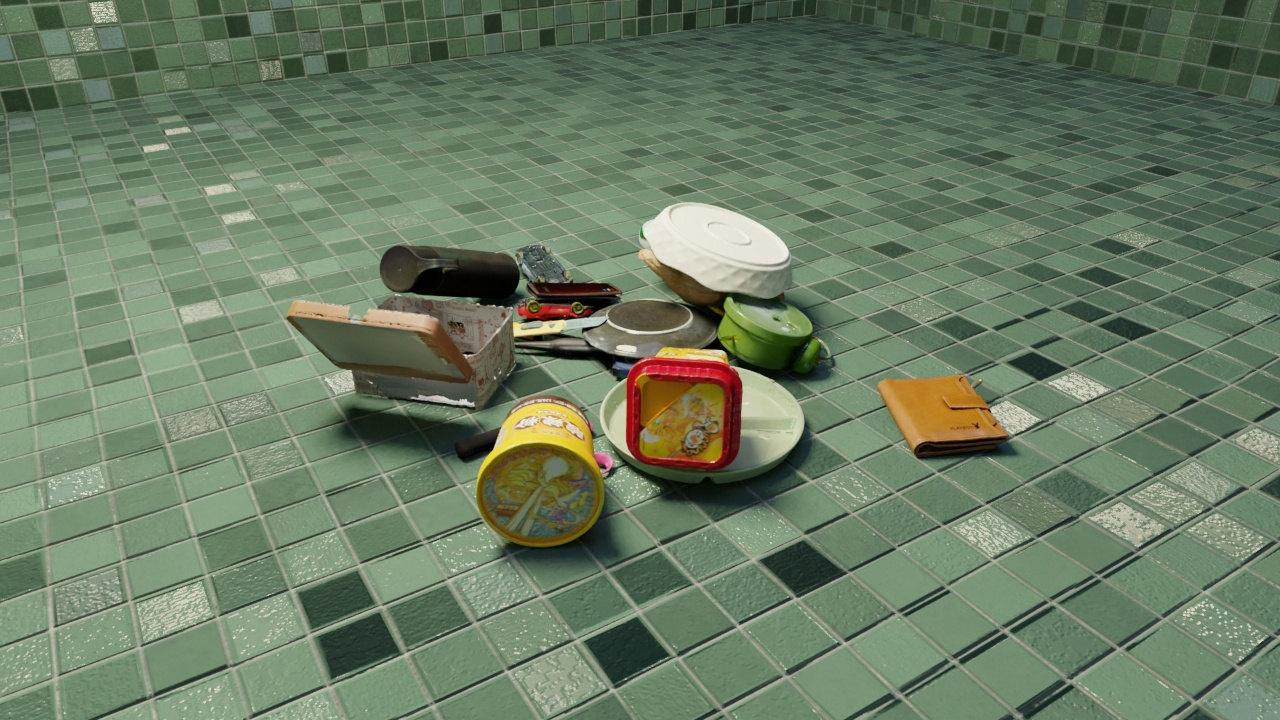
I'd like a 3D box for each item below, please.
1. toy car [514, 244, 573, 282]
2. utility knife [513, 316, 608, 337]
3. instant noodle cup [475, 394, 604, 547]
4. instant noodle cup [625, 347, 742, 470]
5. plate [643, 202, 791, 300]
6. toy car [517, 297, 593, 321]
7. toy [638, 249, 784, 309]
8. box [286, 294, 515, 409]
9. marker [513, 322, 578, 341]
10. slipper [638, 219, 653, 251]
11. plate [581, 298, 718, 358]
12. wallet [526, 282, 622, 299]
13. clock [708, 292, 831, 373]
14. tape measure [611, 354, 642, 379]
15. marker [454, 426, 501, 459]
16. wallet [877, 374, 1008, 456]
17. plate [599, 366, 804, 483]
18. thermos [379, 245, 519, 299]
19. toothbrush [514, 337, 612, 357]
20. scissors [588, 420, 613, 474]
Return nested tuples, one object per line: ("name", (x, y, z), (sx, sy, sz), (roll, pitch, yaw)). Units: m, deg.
("toy car", (-0.148, -0.137, 1.397), (0.054, 0.037, 0.120), (-17, 43, -27))
("utility knife", (-0.139, -0.042, 1.212), (0.208, 0.021, 0.030), (-1, 43, 17))
("instant noodle cup", (-0.094, 0.100, 0.894), (0.118, 0.119, 0.114), (-1, 27, -1))
("instant noodle cup", (0.049, 0.041, 0.957), (0.116, 0.116, 0.123), (3, 18, 8))
("plate", (0.109, -0.152, 1.217), (0.205, 0.046, 0.204), (14, 30, -9))
("toy car", (-0.118, -0.070, 1.276), (0.106, 0.031, 0.049), (-1, 11, -14))
("toy", (0.089, -0.113, 1.260), (0.225, 0.082, 0.143), (10, 10, -22))
("box", (-0.269, -0.014, 1.078), (0.179, 0.132, 0.271), (7, 2, 13))
("marker", (-0.125, -0.033, 1.230), (0.124, 0.018, 0.015), (12, 36, 19))
("slipper", (0.109, -0.155, 1.379), (0.245, 0.074, 0.104), (7, 32, -21))
("plate", (0.012, -0.050, 1.196), (0.179, 0.024, 0.179), (-2, 28, 1))
("wallet", (-0.096, -0.098, 1.307), (0.122, 0.020, 0.096), (-1, 10, -15))
("clock", (0.170, -0.035, 1.165), (0.161, 0.056, 0.116), (15, 28, -13))
("tape measure", (-0.007, 0.007, 1.150), (0.058, 0.025, 0.054), (-6, 32, -1))
("marker", (-0.144, 0.081, 1.028), (0.131, 0.020, 0.022), (-19, 47, -31))
("wallet", (0.347, 0.060, 1.046), (0.119, 0.035, 0.130), (-8, 30, -1))
("plate", (0.069, 0.068, 1.037), (0.230, 0.027, 0.229), (-1, 29, 0))
("thermos", (-0.241, -0.117, 1.232), (0.090, 0.068, 0.242), (-1, 3, 21))
("toothbrush", (-0.095, -0.016, 1.194), (0.213, 0.027, 0.026), (1, -14, 5))
("scissors", (-0.087, 0.104, 0.991), (0.131, 0.017, 0.133), (24, 42, 32))
